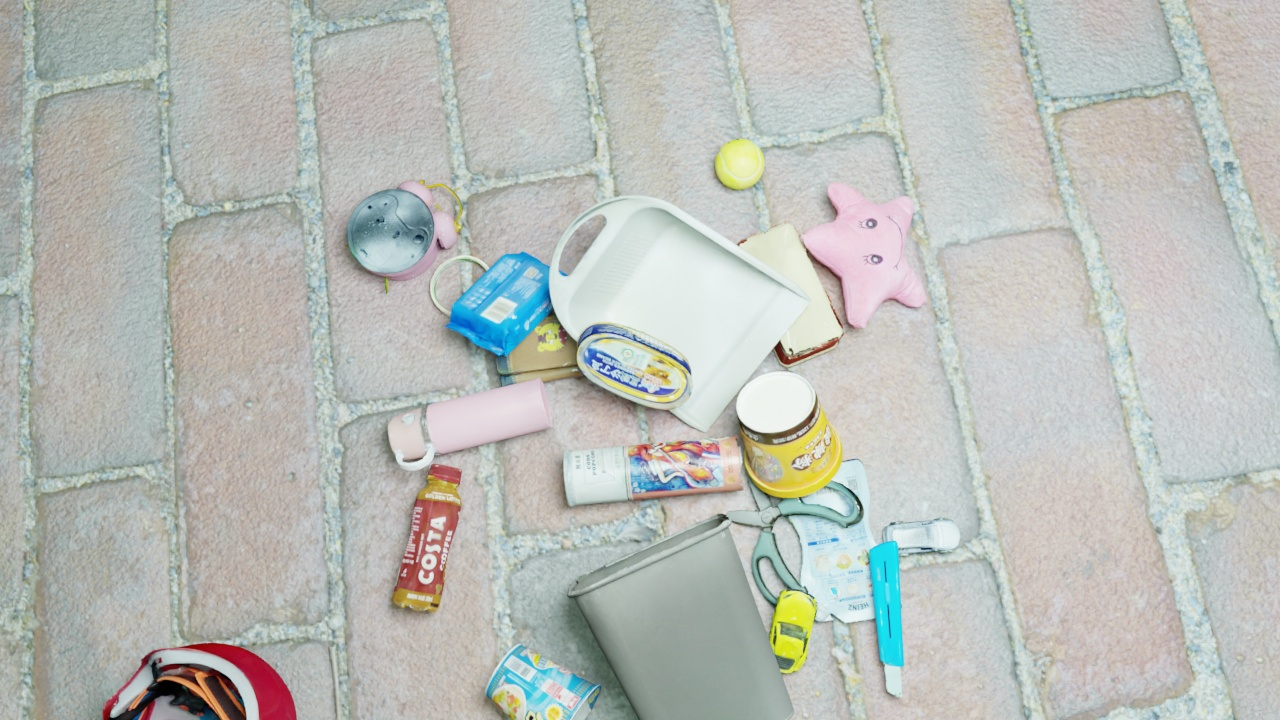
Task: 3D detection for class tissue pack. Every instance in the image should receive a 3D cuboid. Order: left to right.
[{"bbox_3d":[-0.166,-0.075,1.172,0.095,0.052,0.156,26,58,22],"label":"tissue pack"}]

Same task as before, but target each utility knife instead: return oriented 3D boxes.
[{"bbox_3d":[0.290,0.301,1.070,0.034,0.018,0.178,-4,85,3],"label":"utility knife"}]

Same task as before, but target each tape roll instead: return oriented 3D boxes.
[{"bbox_3d":[-0.236,-0.097,1.220,0.086,0.014,0.085,-1,77,3],"label":"tape roll"}]

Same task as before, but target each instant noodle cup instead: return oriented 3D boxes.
[{"bbox_3d":[-0.118,0.389,1.066,0.110,0.099,0.099,30,80,16],"label":"instant noodle cup"},{"bbox_3d":[0.171,0.082,1.083,0.118,0.114,0.118,-13,44,13],"label":"instant noodle cup"}]

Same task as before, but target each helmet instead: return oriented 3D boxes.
[{"bbox_3d":[-0.495,0.437,1.050,0.207,0.144,0.240,37,96,11],"label":"helmet"}]

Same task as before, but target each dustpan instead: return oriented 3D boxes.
[{"bbox_3d":[0.025,-0.070,1.107,0.258,0.142,0.223,42,106,17],"label":"dustpan"}]

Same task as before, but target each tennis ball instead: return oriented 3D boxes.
[{"bbox_3d":[0.131,-0.259,1.210,0.065,0.065,0.065,-1,77,3],"label":"tennis ball"}]

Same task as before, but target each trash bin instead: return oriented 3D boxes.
[{"bbox_3d":[0.050,0.310,1.028,0.198,0.199,0.219,-23,84,-1],"label":"trash bin"}]

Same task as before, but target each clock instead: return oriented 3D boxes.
[{"bbox_3d":[-0.308,-0.175,1.219,0.158,0.060,0.117,-41,77,-5],"label":"clock"}]

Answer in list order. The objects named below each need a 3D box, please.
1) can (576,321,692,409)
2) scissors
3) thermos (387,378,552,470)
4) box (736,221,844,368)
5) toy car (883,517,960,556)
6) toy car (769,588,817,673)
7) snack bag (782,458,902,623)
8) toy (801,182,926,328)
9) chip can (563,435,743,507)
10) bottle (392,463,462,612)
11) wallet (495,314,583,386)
[{"bbox_3d":[-0.007,0.006,1.102,0.148,0.049,0.075,24,108,-9],"label":"can"},{"bbox_3d":[0.184,0.220,1.099,0.170,0.019,0.179,-4,84,26],"label":"scissors"},{"bbox_3d":[-0.212,0.083,1.145,0.198,0.067,0.087,-14,44,-2],"label":"thermos"},{"bbox_3d":[0.188,-0.086,1.161,0.091,0.077,0.168,-23,77,-2],"label":"box"},{"bbox_3d":[0.340,0.213,1.108,0.090,0.034,0.043,-4,73,1],"label":"toy car"},{"bbox_3d":[0.176,0.318,1.074,0.048,0.032,0.105,11,107,9],"label":"toy car"},{"bbox_3d":[0.239,0.220,1.110,0.110,0.039,0.191,-11,80,-2],"label":"snack bag"},{"bbox_3d":[0.280,-0.134,1.162,0.178,0.075,0.194,5,74,-19],"label":"toy"},{"bbox_3d":[0.016,0.135,1.124,0.215,0.071,0.071,-5,77,1],"label":"chip can"},{"bbox_3d":[-0.257,0.216,1.127,0.057,0.057,0.174,10,78,5],"label":"bottle"},{"bbox_3d":[-0.129,-0.013,1.187,0.115,0.033,0.090,-9,75,-3],"label":"wallet"}]
